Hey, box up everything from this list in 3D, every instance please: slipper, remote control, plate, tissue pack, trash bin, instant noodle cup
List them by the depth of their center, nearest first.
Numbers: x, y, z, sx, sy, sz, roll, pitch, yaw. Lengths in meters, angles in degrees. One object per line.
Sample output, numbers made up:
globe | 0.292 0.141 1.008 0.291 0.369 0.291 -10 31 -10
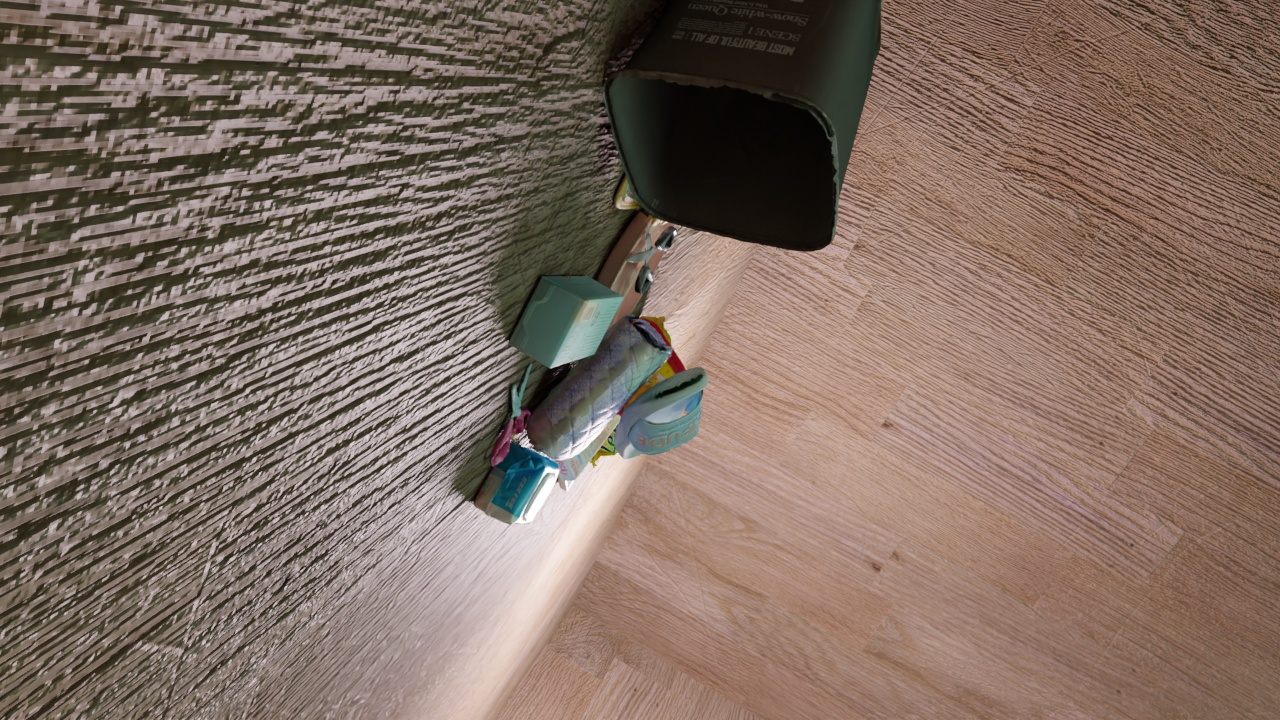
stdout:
trash bin | 0.107 -0.248 0.806 0.199 0.199 0.219 68 42 -60
tissue pack | -0.146 0.153 1.121 0.090 0.063 0.140 -60 173 -6
plate | -0.015 -0.112 1.161 0.229 0.028 0.230 -59 174 -11
slipper | 0.026 0.087 1.211 0.103 0.074 0.246 -25 164 -23
instant noodle cup | -0.008 0.008 1.306 0.116 0.116 0.123 -33 -174 1
remote control | -0.122 0.183 1.574 0.058 0.021 0.150 -59 172 -19

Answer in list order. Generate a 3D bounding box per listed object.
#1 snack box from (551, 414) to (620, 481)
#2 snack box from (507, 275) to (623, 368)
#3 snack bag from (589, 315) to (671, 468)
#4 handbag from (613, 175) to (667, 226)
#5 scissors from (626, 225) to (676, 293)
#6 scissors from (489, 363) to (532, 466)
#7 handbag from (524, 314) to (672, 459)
snack box | -0.082 0.091 1.292 0.156 0.027 0.085 -51 126 -51
snack box | -0.072 -0.043 0.932 0.074 0.051 0.174 -61 172 10
snack bag | -0.021 0.046 1.476 0.247 0.068 0.158 -63 -176 11
handbag | 0.044 -0.229 1.013 0.163 0.063 0.178 -61 177 13
scissors | 0.010 -0.129 1.112 0.173 0.014 0.160 -52 167 -42
scissors | -0.135 0.054 1.021 0.105 0.017 0.136 -45 159 -61
handbag | -0.052 0.032 1.127 0.194 0.075 0.134 -48 172 9
